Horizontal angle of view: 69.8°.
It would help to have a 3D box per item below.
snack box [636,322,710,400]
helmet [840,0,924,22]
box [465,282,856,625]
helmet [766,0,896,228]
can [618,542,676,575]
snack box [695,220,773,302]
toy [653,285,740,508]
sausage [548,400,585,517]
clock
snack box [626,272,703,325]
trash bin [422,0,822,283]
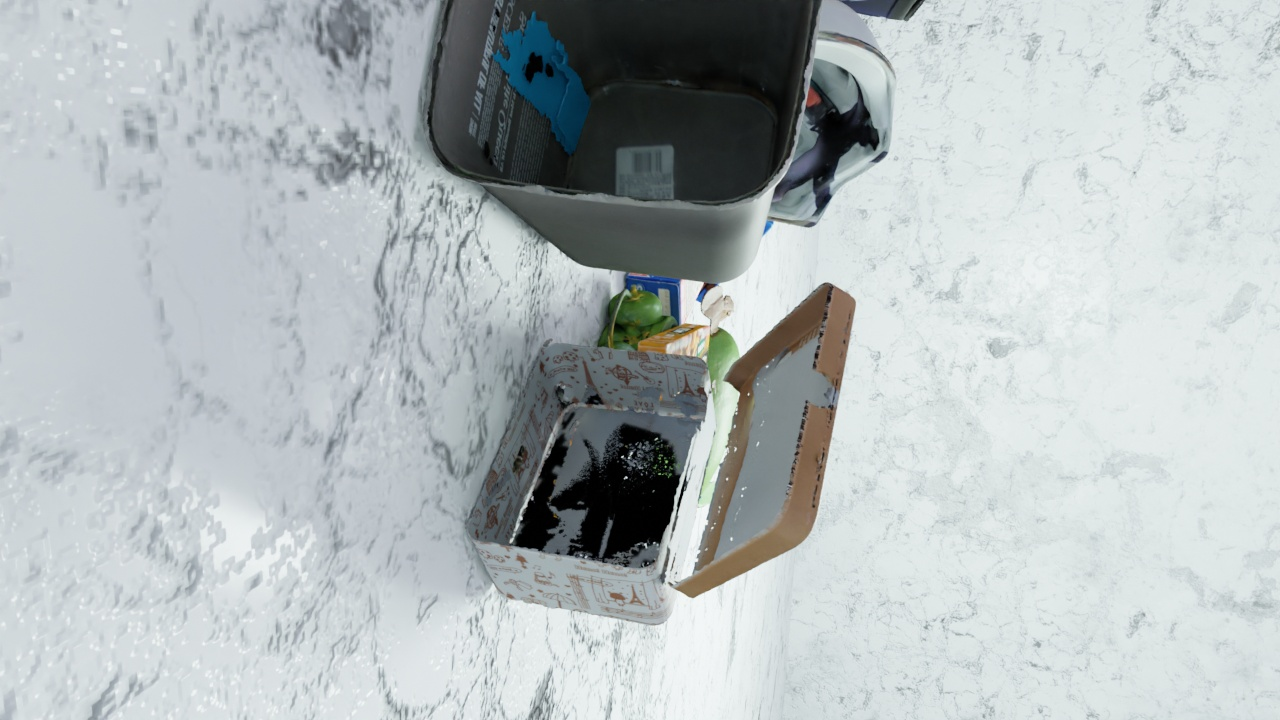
[{"bbox_3d":[0.028,0.013,0.781,0.153,0.026,0.075,-26,121,-72],"label":"snack box"},{"bbox_3d":[0.199,-0.434,0.735,0.247,0.240,0.316,-51,-178,-9],"label":"helmet"},{"bbox_3d":[0.020,0.065,0.595,0.130,0.273,0.178,48,44,-32],"label":"box"},{"bbox_3d":[0.109,-0.246,0.837,0.259,0.229,0.145,110,-20,-59],"label":"helmet"},{"bbox_3d":[-0.001,0.183,0.886,0.147,0.058,0.058,73,27,-54],"label":"can"},{"bbox_3d":[0.105,-0.142,1.060,0.158,0.026,0.084,-48,-159,48],"label":"snack box"},{"bbox_3d":[0.063,0.040,1.016,0.227,0.090,0.246,34,65,-84],"label":"toy"},{"bbox_3d":[-0.063,0.099,0.703,0.021,0.021,0.164,71,28,-56],"label":"sausage"},{"bbox_3d":[-0.005,0.005,0.816,0.161,0.056,0.115,77,23,-49],"label":"clock"},{"bbox_3d":[0.040,-0.106,0.939,0.206,0.057,0.058,-63,156,-54],"label":"snack box"},{"bbox_3d":[0.003,-0.156,0.569,0.220,0.199,0.199,57,42,-77],"label":"trash bin"}]
